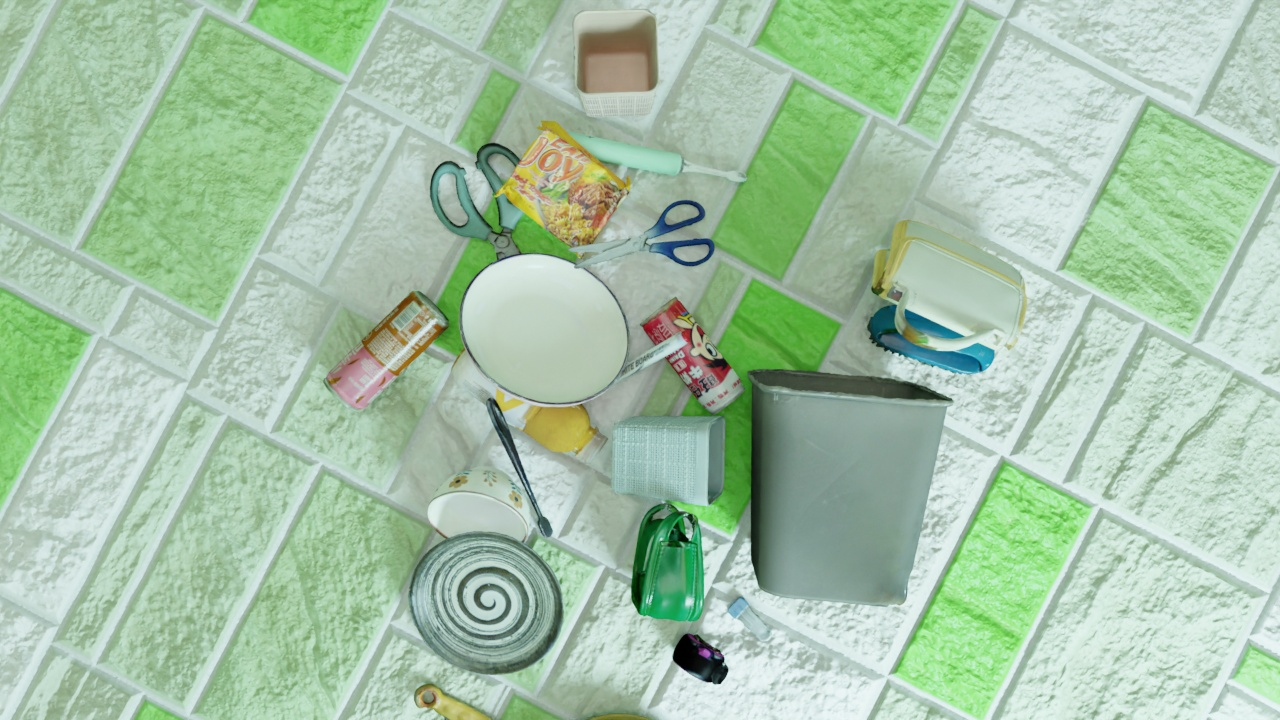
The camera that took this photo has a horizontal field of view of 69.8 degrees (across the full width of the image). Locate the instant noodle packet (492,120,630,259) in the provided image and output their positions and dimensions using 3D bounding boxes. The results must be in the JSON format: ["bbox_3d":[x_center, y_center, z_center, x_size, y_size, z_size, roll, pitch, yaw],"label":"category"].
[{"bbox_3d":[-0.087,-0.195,1.036,0.128,0.044,0.111,36,95,-10],"label":"instant noodle packet"}]

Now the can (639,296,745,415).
[{"bbox_3d":[0.060,-0.005,1.040,0.053,0.053,0.132,-38,89,-1],"label":"can"}]

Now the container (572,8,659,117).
[{"bbox_3d":[-0.026,-0.323,1.017,0.090,0.111,0.090,-2,89,0],"label":"container"}]

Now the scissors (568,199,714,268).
[{"bbox_3d":[0.007,-0.125,1.045,0.172,0.012,0.132,-44,96,-13],"label":"scissors"}]

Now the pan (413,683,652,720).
[{"bbox_3d":[-0.098,0.463,1.038,0.357,0.078,0.197,28,86,-6],"label":"pan"}]

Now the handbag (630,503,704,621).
[{"bbox_3d":[0.032,0.219,0.999,0.068,0.131,0.120,8,86,-4],"label":"handbag"}]

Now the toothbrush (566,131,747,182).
[{"bbox_3d":[0.013,-0.232,1.058,0.224,0.027,0.026,11,102,0],"label":"toothbrush"}]

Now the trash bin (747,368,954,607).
[{"bbox_3d":[0.207,0.127,0.979,0.199,0.198,0.220,4,96,2],"label":"trash bin"}]

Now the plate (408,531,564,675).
[{"bbox_3d":[-0.173,0.272,1.036,0.179,0.024,0.179,1,104,5],"label":"plate"}]

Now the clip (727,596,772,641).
[{"bbox_3d":[0.127,0.298,1.054,0.057,0.032,0.025,43,87,8],"label":"clip"}]

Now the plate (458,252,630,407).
[{"bbox_3d":[-0.107,-0.029,1.015,0.192,0.039,0.192,10,59,-17],"label":"plate"}]

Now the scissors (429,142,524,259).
[{"bbox_3d":[-0.158,-0.169,1.061,0.143,0.019,0.180,-34,88,-1],"label":"scissors"}]

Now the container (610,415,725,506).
[{"bbox_3d":[0.030,0.107,1.012,0.111,0.090,0.090,2,93,17],"label":"container"}]

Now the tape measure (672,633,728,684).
[{"bbox_3d":[0.067,0.334,1.033,0.058,0.057,0.039,32,84,-14],"label":"tape measure"}]

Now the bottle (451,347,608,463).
[{"bbox_3d":[-0.122,0.047,1.032,0.189,0.068,0.068,36,89,0],"label":"bottle"}]

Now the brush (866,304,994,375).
[{"bbox_3d":[0.329,-0.024,1.031,0.144,0.073,0.055,19,85,1],"label":"brush"}]

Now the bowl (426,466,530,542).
[{"bbox_3d":[-0.175,0.158,1.024,0.113,0.114,0.062,9,46,0],"label":"bowl"}]

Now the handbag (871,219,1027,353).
[{"bbox_3d":[0.332,-0.067,0.984,0.163,0.178,0.063,25,132,0],"label":"handbag"}]

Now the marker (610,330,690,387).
[{"bbox_3d":[-0.006,0.006,1.028,0.145,0.017,0.017,-30,89,25],"label":"marker"}]

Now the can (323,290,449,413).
[{"bbox_3d":[-0.286,-0.011,1.038,0.147,0.058,0.058,-44,89,-1],"label":"can"}]

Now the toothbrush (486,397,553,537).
[{"bbox_3d":[-0.136,0.121,1.027,0.015,0.018,0.181,-29,112,-25],"label":"toothbrush"}]
